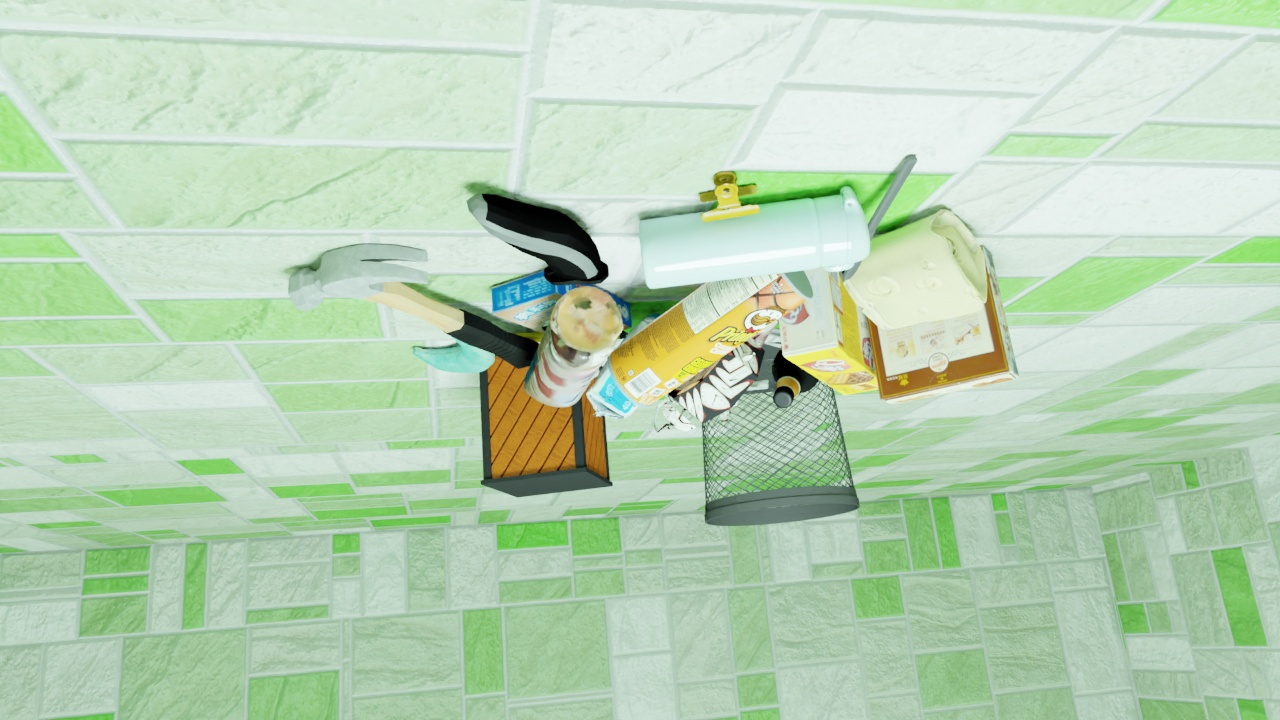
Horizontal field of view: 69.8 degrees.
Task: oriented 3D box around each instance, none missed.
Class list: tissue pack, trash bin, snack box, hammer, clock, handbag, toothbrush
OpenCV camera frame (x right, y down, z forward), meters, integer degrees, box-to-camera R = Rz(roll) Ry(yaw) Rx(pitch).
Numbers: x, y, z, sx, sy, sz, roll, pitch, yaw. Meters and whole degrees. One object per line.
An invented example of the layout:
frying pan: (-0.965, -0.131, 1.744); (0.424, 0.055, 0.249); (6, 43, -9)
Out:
tissue pack: (-0.006, 0.006, 1.080); (0.061, 0.144, 0.092); (36, -170, 0)
trash bin: (-0.128, 0.084, 1.243); (0.140, 0.171, 0.140); (-8, 163, 10)
trash bin: (0.190, 0.111, 1.330); (0.218, 0.227, 0.218); (-5, 164, -2)
snack box: (-0.084, -0.058, 1.019); (0.087, 0.034, 0.151); (-15, 161, 28)
hammer: (-0.213, -0.047, 0.995); (0.131, 0.039, 0.328); (-14, 159, 24)
clock: (0.074, 0.029, 1.036); (0.065, 0.114, 0.155); (41, 110, -18)
snack box: (0.329, -0.035, 1.022); (0.143, 0.147, 0.041); (-16, 161, 32)
handbag: (0.276, -0.092, 0.935); (0.120, 0.081, 0.111); (-15, 147, 38)
toothbrush: (0.218, -0.128, 0.847); (0.012, 0.013, 0.168); (-17, 154, -20)
snack box: (0.225, -0.035, 1.057); (0.062, 0.110, 0.230); (-12, 162, 26)

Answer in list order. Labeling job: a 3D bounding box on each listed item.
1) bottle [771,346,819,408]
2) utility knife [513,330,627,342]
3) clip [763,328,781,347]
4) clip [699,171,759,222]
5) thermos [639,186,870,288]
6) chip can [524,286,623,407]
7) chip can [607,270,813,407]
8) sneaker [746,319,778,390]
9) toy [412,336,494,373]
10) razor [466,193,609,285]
bottle: (0.190, 0.008, 1.110); (0.059, 0.059, 0.181); (-13, -162, 26)
utility knife: (-0.105, -0.030, 1.140); (0.179, 0.017, 0.030); (-5, 159, -1)
clip: (0.212, -0.037, 1.228); (0.059, 0.050, 0.101); (-28, 154, 38)
clip: (0.076, -0.147, 0.801); (0.054, 0.044, 0.049); (-7, 121, 10)
thermos: (0.105, -0.110, 0.845); (0.207, 0.065, 0.078); (-6, 124, 5)
chip can: (-0.079, -0.003, 1.005); (0.079, 0.079, 0.230); (-1, 163, -14)
chip can: (0.069, -0.037, 0.952); (0.215, 0.075, 0.075); (-35, 151, 25)
sneaker: (0.111, -0.010, 1.141); (0.118, 0.087, 0.241); (-1, 162, -13)
toy: (-0.226, -0.010, 1.151); (0.105, 0.033, 0.085); (-19, 148, 41)
razor: (-0.090, -0.111, 0.812); (0.060, 0.057, 0.156); (-40, 145, 13)
